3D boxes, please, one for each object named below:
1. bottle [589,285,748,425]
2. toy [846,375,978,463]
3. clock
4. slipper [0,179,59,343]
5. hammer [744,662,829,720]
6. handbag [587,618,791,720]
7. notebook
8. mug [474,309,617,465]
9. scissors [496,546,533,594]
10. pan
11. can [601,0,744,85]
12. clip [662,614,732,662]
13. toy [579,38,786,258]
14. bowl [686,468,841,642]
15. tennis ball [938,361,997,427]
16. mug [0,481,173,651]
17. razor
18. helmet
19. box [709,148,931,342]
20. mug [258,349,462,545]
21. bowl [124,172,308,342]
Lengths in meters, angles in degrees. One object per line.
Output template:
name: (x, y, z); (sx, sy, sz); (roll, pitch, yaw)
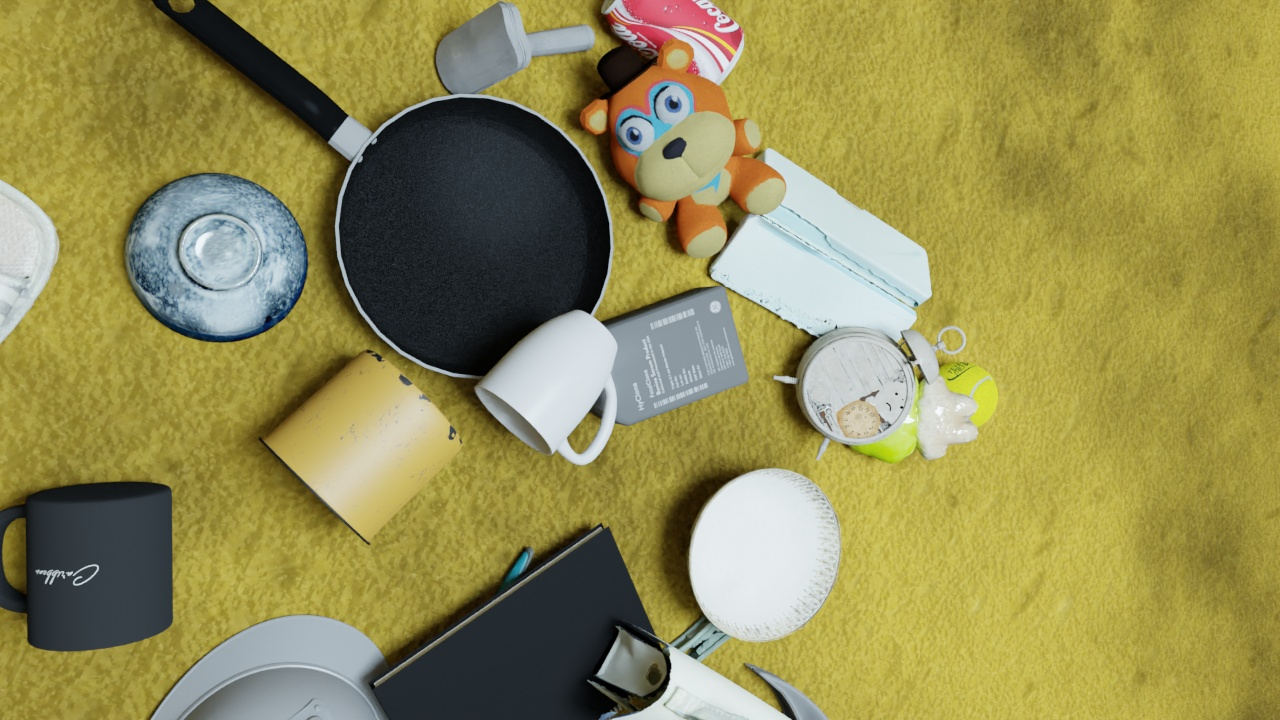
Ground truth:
bottle: (-0.004, 0.004, 0.733); (0.173, 0.046, 0.084); (-20, 100, -23)
toy: (0.244, 0.048, 0.830); (0.118, 0.043, 0.092); (2, 91, 11)
clock: (0.203, 0.014, 0.783); (0.157, 0.061, 0.103); (-28, 88, 12)
slipper: (-0.457, 0.002, 0.524); (0.114, 0.054, 0.272); (42, 76, -15)
hammer: (0.037, 0.399, 0.779); (0.323, 0.034, 0.170); (-30, 103, -19)
handbag: (0.055, 0.271, 0.673); (0.151, 0.176, 0.074); (38, 72, -23)
notebook: (-0.082, 0.242, 0.704); (0.206, 0.016, 0.149); (-31, 112, -26)
mug: (-0.051, 0.023, 0.659); (0.089, 0.071, 0.107); (-49, 122, -19)
scissors: (-0.103, 0.212, 0.712); (0.155, 0.019, 0.124); (-12, 96, -25)
pan: (-0.176, -0.132, 0.649); (0.355, 0.044, 0.204); (38, 77, -21)
can: (0.026, -0.264, 0.726); (0.104, 0.064, 0.064); (31, 79, -23)
clip: (0.055, 0.236, 0.784); (0.075, 0.023, 0.042); (-37, 108, -17)
toy: (0.030, -0.168, 0.717); (0.112, 0.096, 0.176); (-37, 104, 16)
bowl: (0.092, 0.157, 0.774); (0.145, 0.063, 0.145); (-1, 94, -25)
tennis ball: (0.301, 0.034, 0.864); (0.065, 0.065, 0.065); (-1, 92, -25)
mug: (-0.351, 0.124, 0.569); (0.113, 0.078, 0.088); (1, 92, 1)
razor: (-0.080, -0.235, 0.683); (0.116, 0.088, 0.047); (-26, 103, -41)
helmet: (-0.245, 0.311, 0.594); (0.183, 0.118, 0.271); (24, 78, -24)
box: (0.164, -0.088, 0.813); (0.197, 0.074, 0.126); (27, 99, -22)
mug: (-0.183, 0.062, 0.632); (0.094, 0.100, 0.124); (-46, 150, -18)
bowl: (-0.274, -0.068, 0.599); (0.114, 0.061, 0.114); (-2, 94, -24)
